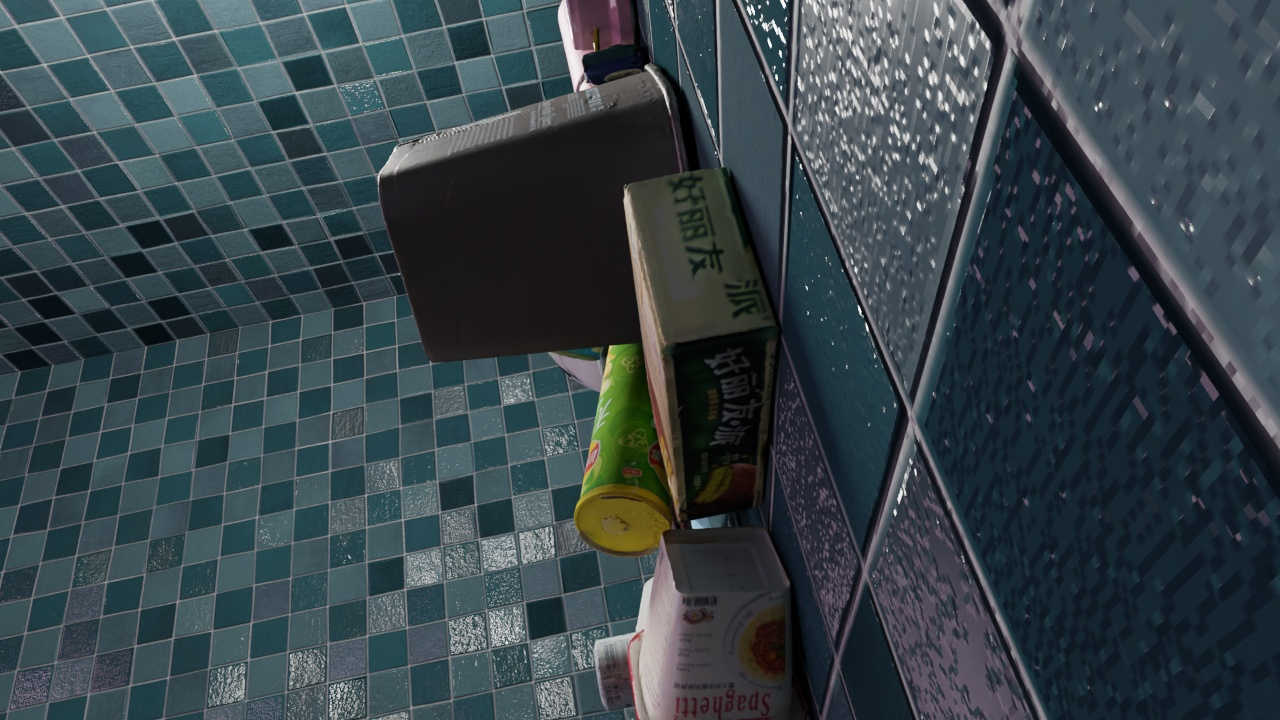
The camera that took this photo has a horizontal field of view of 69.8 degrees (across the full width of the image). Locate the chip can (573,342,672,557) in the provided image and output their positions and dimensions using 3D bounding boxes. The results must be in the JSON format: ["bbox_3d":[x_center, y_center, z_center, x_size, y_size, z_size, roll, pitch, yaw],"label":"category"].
[{"bbox_3d":[-0.002,0.047,0.736,0.220,0.072,0.073,-82,-14,-48],"label":"chip can"}]

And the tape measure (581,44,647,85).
[{"bbox_3d":[-0.022,-0.260,0.803,0.054,0.058,0.025,-72,-30,-85],"label":"tape measure"}]

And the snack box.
[{"bbox_3d":[0.036,0.004,0.571,0.240,0.063,0.114,81,177,-59],"label":"snack box"}]

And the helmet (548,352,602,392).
[{"bbox_3d":[-0.054,-0.075,1.064,0.228,0.146,0.259,-100,-7,-57],"label":"helmet"}]

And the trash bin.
[{"bbox_3d":[-0.070,-0.109,0.720,0.198,0.220,0.199,-101,1,-65],"label":"trash bin"}]

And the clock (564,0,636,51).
[{"bbox_3d":[-0.044,-0.348,0.854,0.158,0.060,0.117,-101,1,-62],"label":"clock"}]

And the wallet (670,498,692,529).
[{"bbox_3d":[0.046,0.116,0.886,0.101,0.032,0.125,-72,-28,-50],"label":"wallet"}]

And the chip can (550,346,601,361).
[{"bbox_3d":[-0.045,-0.109,0.860,0.071,0.071,0.210,-111,36,-80],"label":"chip can"}]

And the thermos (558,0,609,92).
[{"bbox_3d":[-0.035,-0.301,0.953,0.087,0.067,0.198,34,-149,-44],"label":"thermos"}]

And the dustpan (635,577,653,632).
[{"bbox_3d":[0.090,0.301,0.970,0.258,0.143,0.222,50,-162,-12],"label":"dustpan"}]

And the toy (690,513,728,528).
[{"bbox_3d":[0.055,0.106,0.786,0.156,0.050,0.161,84,177,-54],"label":"toy"}]

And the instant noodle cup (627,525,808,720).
[{"bbox_3d":[0.053,0.186,0.628,0.116,0.116,0.124,-106,16,-66],"label":"instant noodle cup"}]

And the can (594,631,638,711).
[{"bbox_3d":[0.037,0.248,0.764,0.058,0.146,0.058,164,95,-88],"label":"can"}]

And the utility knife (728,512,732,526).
[{"bbox_3d":[0.066,0.082,0.859,0.033,0.015,0.218,81,177,-70],"label":"utility knife"}]

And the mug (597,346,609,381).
[{"bbox_3d":[-0.005,0.005,0.920,0.106,0.082,0.112,-108,25,-51],"label":"mug"}]
